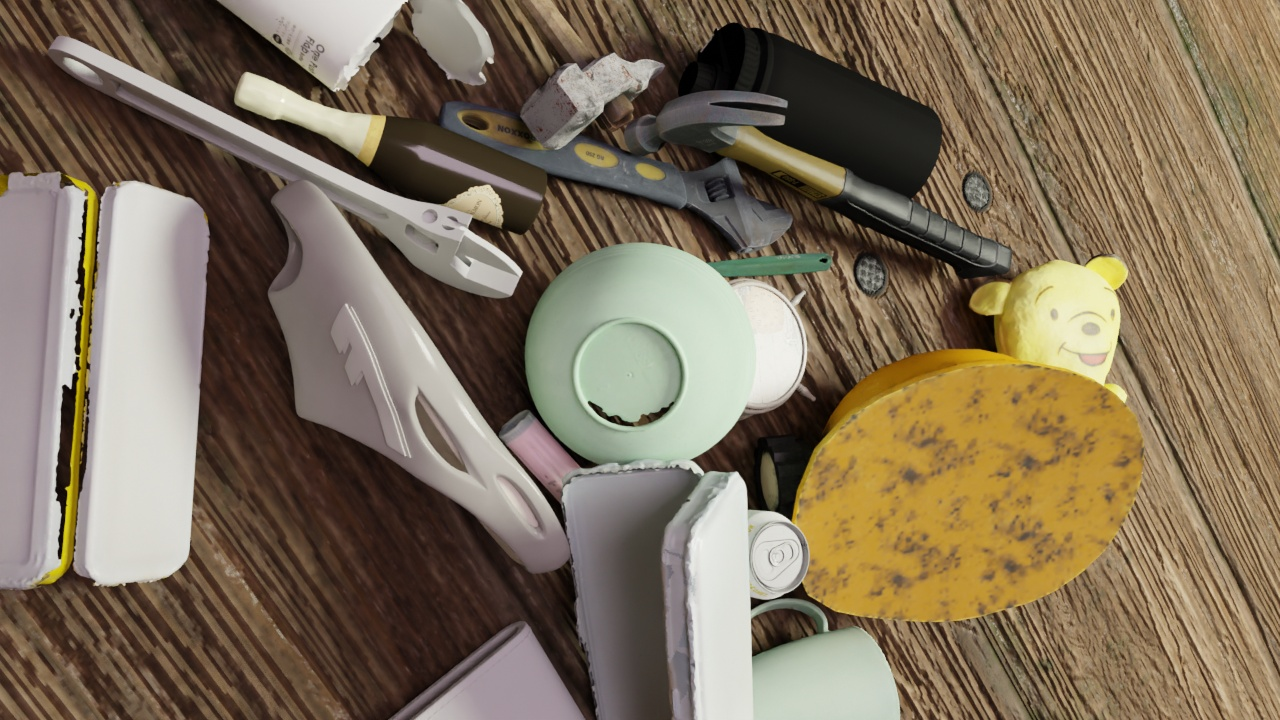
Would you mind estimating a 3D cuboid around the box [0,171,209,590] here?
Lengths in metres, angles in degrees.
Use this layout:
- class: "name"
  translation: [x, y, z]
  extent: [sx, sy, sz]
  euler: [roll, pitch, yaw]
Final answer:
- class: "box"
  translation: [-0.285, 0.010, 0.470]
  extent: [0.117, 0.057, 0.210]
  euler: [4, 82, -29]

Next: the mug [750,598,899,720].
- class: "mug"
  translation: [0.108, 0.223, 0.641]
  extent: [0.104, 0.084, 0.111]
  euler: [-7, 60, -16]

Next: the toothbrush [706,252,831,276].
- class: "toothbrush"
  translation: [0.066, -0.069, 0.679]
  extent: [0.189, 0.017, 0.016]
  euler: [-7, 87, -28]

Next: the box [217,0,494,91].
- class: "box"
  translation: [-0.167, -0.203, 0.537]
  extent: [0.166, 0.084, 0.092]
  euler: [40, 59, -20]

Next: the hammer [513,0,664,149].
- class: "hammer"
  translation: [-0.106, -0.283, 0.591]
  extent: [0.319, 0.049, 0.121]
  euler: [53, 42, -8]

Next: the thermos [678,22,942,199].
- class: "thermos"
  translation: [0.118, -0.182, 0.679]
  extent: [0.198, 0.086, 0.086]
  euler: [15, 78, -26]

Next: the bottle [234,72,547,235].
- class: "bottle"
  translation: [-0.149, -0.128, 0.557]
  extent: [0.184, 0.045, 0.045]
  euler: [18, 76, -25]

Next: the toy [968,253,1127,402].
- class: "toy"
  translation: [0.353, 0.017, 0.784]
  extent: [0.148, 0.084, 0.214]
  euler: [1, 82, -28]

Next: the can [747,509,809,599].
- class: "can"
  translation: [0.062, 0.126, 0.607]
  extent: [0.054, 0.102, 0.055]
  euler: [3, 83, -28]

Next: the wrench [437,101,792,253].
- class: "wrench"
  translation: [-0.008, -0.130, 0.644]
  extent: [0.273, 0.022, 0.073]
  euler: [11, 72, -26]

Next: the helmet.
- class: "helmet"
  translation: [0.212, 0.073, 0.673]
  extent: [0.255, 0.131, 0.205]
  euler: [-5, 115, -9]

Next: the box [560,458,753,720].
- class: "box"
  translation: [-0.001, 0.165, 0.552]
  extent: [0.106, 0.127, 0.215]
  euler: [-33, 125, -58]

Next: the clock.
- class: "clock"
  translation: [0.053, -0.008, 0.640]
  extent: [0.156, 0.061, 0.103]
  euler: [-2, 84, -30]

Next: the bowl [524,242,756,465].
- class: "bowl"
  translation: [-0.003, 0.003, 0.563]
  extent: [0.151, 0.077, 0.151]
  euler: [1, 99, 5]

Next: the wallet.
- class: "wallet"
  translation: [-0.088, 0.241, 0.555]
  extent: [0.118, 0.038, 0.115]
  euler: [-34, 100, -30]

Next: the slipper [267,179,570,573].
- class: "slipper"
  translation: [-0.142, 0.030, 0.519]
  extent: [0.080, 0.113, 0.266]
  euler: [-37, 107, -15]

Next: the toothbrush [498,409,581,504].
- class: "toothbrush"
  translation: [-0.012, 0.121, 0.612]
  extent: [0.222, 0.027, 0.026]
  euler: [49, 38, -14]

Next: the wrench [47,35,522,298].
- class: "wrench"
  translation: [-0.194, -0.105, 0.527]
  extent: [0.273, 0.087, 0.018]
  euler: [25, 73, -12]

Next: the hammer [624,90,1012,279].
- class: "hammer"
  translation: [0.156, -0.119, 0.666]
  extent: [0.332, 0.118, 0.025]
  euler: [16, 80, -32]
